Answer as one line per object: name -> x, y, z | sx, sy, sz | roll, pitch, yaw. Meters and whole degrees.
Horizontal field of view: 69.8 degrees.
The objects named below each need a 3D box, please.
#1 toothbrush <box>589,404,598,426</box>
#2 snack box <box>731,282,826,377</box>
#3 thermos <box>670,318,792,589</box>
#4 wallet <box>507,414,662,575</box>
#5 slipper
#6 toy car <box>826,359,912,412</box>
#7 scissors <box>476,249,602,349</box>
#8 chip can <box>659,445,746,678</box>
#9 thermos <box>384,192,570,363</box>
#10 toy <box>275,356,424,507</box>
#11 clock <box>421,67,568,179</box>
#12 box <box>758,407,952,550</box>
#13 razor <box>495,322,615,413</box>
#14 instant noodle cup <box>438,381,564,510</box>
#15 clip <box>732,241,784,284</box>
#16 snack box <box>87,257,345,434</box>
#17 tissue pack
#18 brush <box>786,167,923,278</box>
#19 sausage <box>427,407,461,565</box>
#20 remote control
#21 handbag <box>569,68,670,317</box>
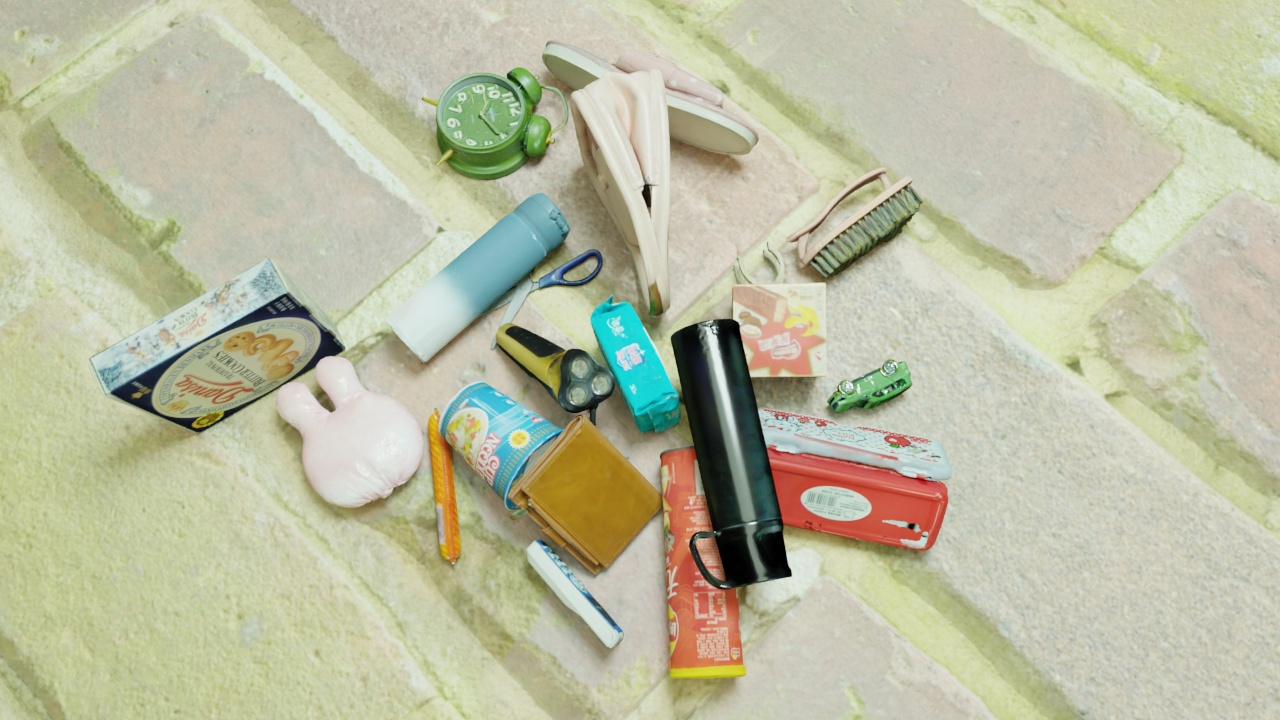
toothbrush -> -0.051, 0.107, 0.942 | 0.014, 0.017, 0.188 | 1, 73, 1
snack box -> 0.140, -0.031, 0.936 | 0.093, 0.077, 0.094 | 0, 92, 5
thermos -> 0.075, 0.086, 0.848 | 0.089, 0.069, 0.242 | -4, 73, -22
wallet -> -0.054, 0.138, 0.888 | 0.119, 0.035, 0.130 | -46, 116, -10
slipper -> 0.013, -0.306, 1.034 | 0.274, 0.114, 0.054 | 26, 85, 16
toy car -> 0.237, 0.030, 0.950 | 0.091, 0.043, 0.036 | -21, 73, -6
scissors -> -0.121, -0.094, 1.014 | 0.162, 0.012, 0.162 | -9, 73, -1
chip can -> 0.057, 0.192, 0.881 | 0.073, 0.073, 0.216 | -3, 72, 0
thermos -> -0.169, -0.091, 0.978 | 0.220, 0.070, 0.070 | -42, 76, -9
toy -> -0.297, 0.072, 0.935 | 0.121, 0.054, 0.159 | -35, 78, -12
clock -> -0.162, -0.275, 1.052 | 0.161, 0.056, 0.116 | -14, 73, -4
box -> 0.201, 0.117, 0.924 | 0.201, 0.100, 0.095 | 11, 113, 5
razor -> -0.094, -0.001, 0.928 | 0.062, 0.068, 0.167 | -26, 36, -28
instant noodle cup -> -0.139, 0.079, 0.917 | 0.110, 0.099, 0.099 | 35, 75, 20
clip -> 0.152, -0.085, 0.996 | 0.104, 0.035, 0.086 | 42, 77, 9
snack box -> -0.401, -0.007, 0.898 | 0.182, 0.178, 0.046 | -32, 77, -9
tissue pack -> -0.006, 0.005, 0.935 | 0.050, 0.093, 0.133 | -26, 73, -4
brush -> 0.231, -0.149, 1.002 | 0.145, 0.063, 0.073 | -35, 78, -9
sausage -> -0.200, 0.126, 0.934 | 0.021, 0.021, 0.165 | -9, 72, -3
remote control -> -0.064, 0.225, 0.884 | 0.024, 0.049, 0.125 | -44, 75, -6
handbag -> -0.001, -0.160, 0.951 | 0.093, 0.193, 0.234 | -13, 81, -2
